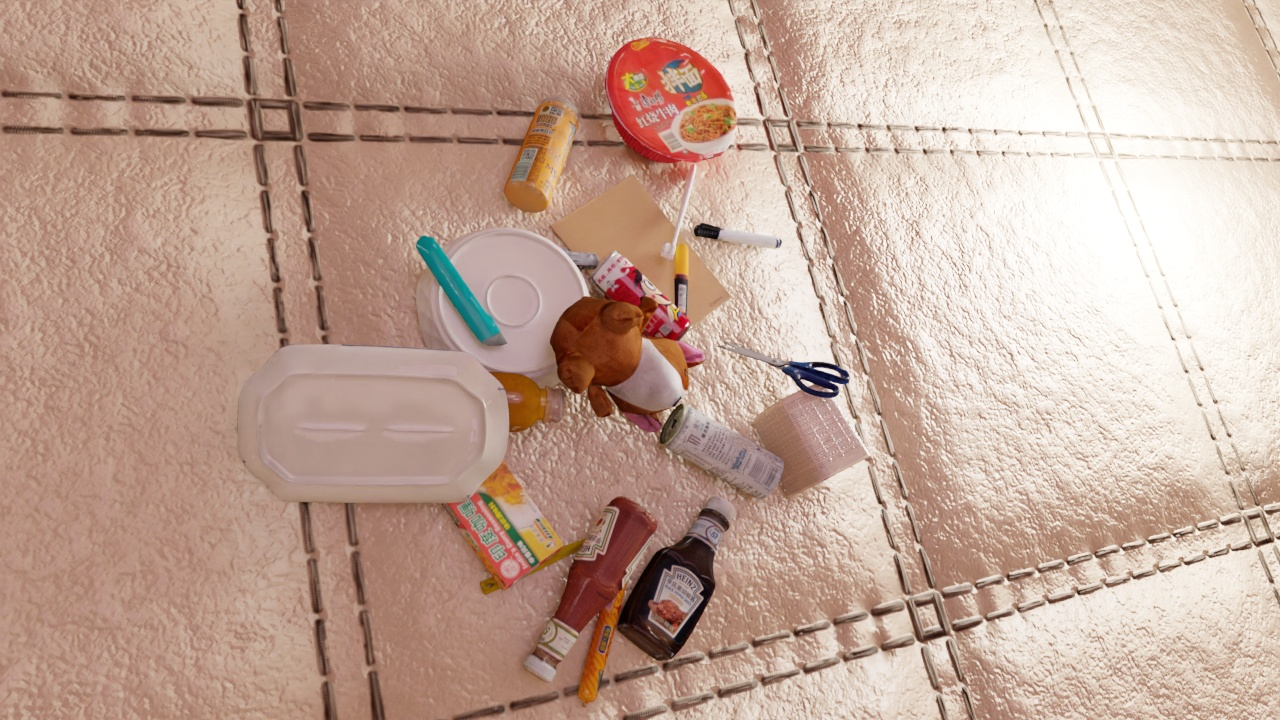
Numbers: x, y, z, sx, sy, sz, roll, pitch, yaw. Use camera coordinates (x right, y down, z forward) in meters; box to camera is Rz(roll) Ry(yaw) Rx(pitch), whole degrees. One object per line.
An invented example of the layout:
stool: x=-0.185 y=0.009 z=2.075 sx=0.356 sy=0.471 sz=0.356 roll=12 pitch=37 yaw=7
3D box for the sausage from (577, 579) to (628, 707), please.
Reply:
sausage: x=-0.038 y=0.290 z=0.990 sx=0.021 sy=0.022 sz=0.164 roll=24 pitch=62 yaw=-14

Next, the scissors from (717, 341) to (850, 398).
scissors: x=0.184 y=0.001 z=1.160 sx=0.124 sy=0.012 sz=0.173 roll=-15 pitch=37 yaw=-28

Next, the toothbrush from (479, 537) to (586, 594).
toothbrush: x=-0.087 y=0.210 z=1.002 sx=0.189 sy=0.017 sz=0.015 roll=-19 pitch=80 yaw=-29

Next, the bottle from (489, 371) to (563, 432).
bottle: x=-0.178 y=0.043 z=0.983 sx=0.189 sy=0.068 sz=0.068 roll=4 pitch=68 yaw=-13

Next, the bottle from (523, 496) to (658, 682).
bottle: x=-0.055 y=0.242 z=0.974 sx=0.060 sy=0.060 sz=0.205 roll=36 pitch=70 yaw=-8

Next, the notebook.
notebook: x=0.003 y=-0.124 z=1.180 sx=0.149 sy=0.012 sz=0.211 roll=-37 pitch=88 yaw=-30

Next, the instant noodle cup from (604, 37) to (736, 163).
instant noodle cup: x=0.033 y=-0.339 z=1.247 sx=0.193 sy=0.066 sz=0.193 roll=9 pitch=65 yaw=-21

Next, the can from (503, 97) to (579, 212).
can: x=-0.122 y=-0.257 z=1.147 sx=0.058 sy=0.058 sz=0.145 roll=24 pitch=62 yaw=-14

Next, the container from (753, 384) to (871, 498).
container: x=0.209 y=0.096 z=1.142 sx=0.090 sy=0.090 sz=0.111 roll=-21 pitch=77 yaw=-30

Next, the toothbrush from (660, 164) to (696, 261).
toothbrush: x=0.052 y=-0.200 z=1.217 sx=0.016 sy=0.016 sz=0.179 roll=25 pitch=54 yaw=-13

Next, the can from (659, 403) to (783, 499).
can: x=0.098 y=0.110 z=1.102 sx=0.146 sy=0.058 sz=0.058 roll=30 pitch=61 yaw=-11

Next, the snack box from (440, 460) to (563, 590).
snack box: x=-0.158 y=0.158 z=0.977 sx=0.076 sy=0.027 sz=0.156 roll=-32 pitch=79 yaw=-31

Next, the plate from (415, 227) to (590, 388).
plate: x=-0.150 y=-0.063 z=1.052 sx=0.204 sy=0.046 sz=0.204 roll=5 pitch=75 yaw=-17

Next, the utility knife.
utility knife: x=-0.198 y=-0.074 z=1.007 sx=0.029 sy=0.013 sz=0.151 roll=-33 pitch=86 yaw=-26

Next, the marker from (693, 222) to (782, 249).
marker: x=0.134 y=-0.169 z=1.251 sx=0.130 sy=0.023 sz=0.018 roll=5 pitch=61 yaw=-21

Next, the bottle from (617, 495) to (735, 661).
bottle: x=0.050 y=0.239 z=1.039 sx=0.080 sy=0.044 sz=0.194 roll=39 pitch=59 yaw=-7

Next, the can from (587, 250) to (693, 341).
can: x=0.000 y=-0.071 z=1.122 sx=0.133 sy=0.053 sz=0.053 roll=44 pitch=59 yaw=-2

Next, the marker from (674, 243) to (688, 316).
marker: x=0.052 y=-0.091 z=1.174 sx=0.018 sy=0.015 sz=0.123 roll=7 pitch=72 yaw=-19

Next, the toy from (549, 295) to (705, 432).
toy: x=-0.006 y=0.006 z=1.033 sx=0.140 sy=0.199 sz=0.130 roll=-49 pitch=51 yaw=2

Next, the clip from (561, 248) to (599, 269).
clip: x=-0.078 y=-0.123 z=1.131 sx=0.058 sy=0.045 sz=0.027 roll=3 pitch=71 yaw=-21

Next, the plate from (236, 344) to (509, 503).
plate: x=-0.264 y=0.067 z=0.913 sx=0.265 sy=0.034 sz=0.162 roll=3 pitch=95 yaw=-11
